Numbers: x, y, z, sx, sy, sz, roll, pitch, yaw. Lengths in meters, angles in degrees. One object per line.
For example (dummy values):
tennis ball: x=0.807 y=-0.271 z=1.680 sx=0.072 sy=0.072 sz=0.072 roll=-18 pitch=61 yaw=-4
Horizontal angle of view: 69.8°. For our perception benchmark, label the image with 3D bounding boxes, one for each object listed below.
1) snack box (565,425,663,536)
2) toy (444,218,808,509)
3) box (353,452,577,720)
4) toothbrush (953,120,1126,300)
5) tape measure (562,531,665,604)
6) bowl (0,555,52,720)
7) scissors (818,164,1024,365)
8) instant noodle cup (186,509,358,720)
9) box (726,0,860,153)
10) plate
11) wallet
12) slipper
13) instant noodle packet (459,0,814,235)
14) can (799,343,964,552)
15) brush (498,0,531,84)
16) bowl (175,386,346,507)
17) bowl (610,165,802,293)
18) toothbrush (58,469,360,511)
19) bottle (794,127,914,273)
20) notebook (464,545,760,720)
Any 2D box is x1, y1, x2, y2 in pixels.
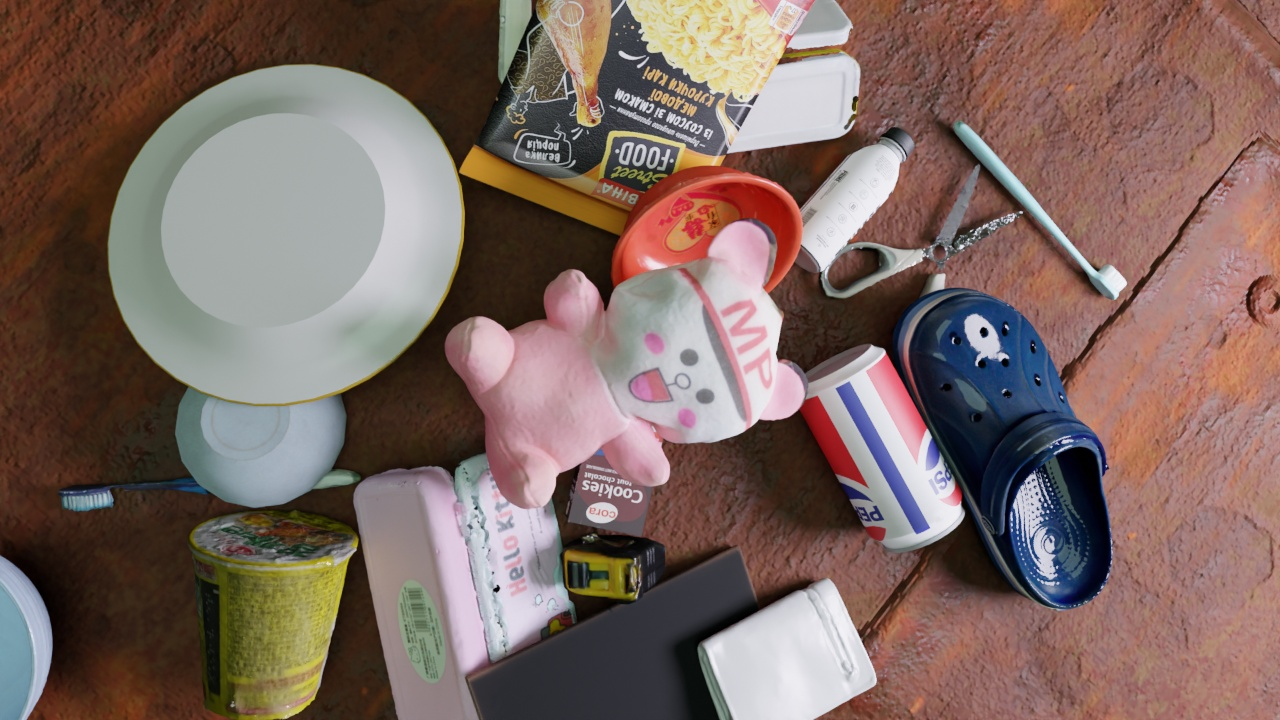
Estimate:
snack box: x=-0.011 y=0.044 z=0.631 sx=0.051 sy=0.032 sz=0.141 roll=13 pitch=88 yaw=-8
toy: x=-0.003 y=0.003 z=0.572 sx=0.213 sy=0.084 sz=0.142 roll=-20 pitch=101 yaw=-4
box: x=-0.108 y=0.162 z=0.618 sx=0.101 sy=0.103 sz=0.201 roll=-10 pitch=93 yaw=32
toothbrush: x=0.295 y=-0.113 z=0.681 sx=0.180 sy=0.016 sz=0.016 roll=43 pitch=88 yaw=-6
tape measure: x=-0.020 y=0.135 z=0.615 sx=0.063 sy=0.067 sz=0.038 roll=-2 pitch=92 yaw=22
bowl: x=-0.426 y=0.174 z=0.554 sx=0.150 sy=0.075 sz=0.150 roll=0 pitch=90 yaw=-7
scissors: x=0.205 y=-0.066 z=0.669 sx=0.169 sy=0.012 sz=0.157 roll=0 pitch=92 yaw=-7
instant noodle cup: x=-0.232 y=0.159 z=0.575 sx=0.102 sy=0.102 sz=0.108 roll=7 pitch=98 yaw=-8
box: x=0.043 y=-0.198 z=0.644 sx=0.210 sy=0.080 sz=0.084 roll=-9 pitch=131 yaw=-7
plate: x=-0.226 y=-0.086 z=0.577 sx=0.230 sy=0.021 sz=0.229 roll=-1 pitch=78 yaw=2
wallet: x=0.100 y=0.210 z=0.639 sx=0.116 sy=0.032 sz=0.086 roll=-16 pitch=84 yaw=-22
slipper: x=0.270 y=0.061 z=0.637 sx=0.105 sy=0.095 sz=0.253 roll=-28 pitch=100 yaw=-7
instant noodle packet: x=0.003 y=-0.184 z=0.574 sx=0.159 sy=0.032 sz=0.221 roll=19 pitch=118 yaw=-22
can: x=0.165 y=0.060 z=0.636 sx=0.070 sy=0.070 sz=0.132 roll=-30 pitch=94 yaw=-7
brush: x=-0.085 y=-0.295 z=0.632 sx=0.033 sy=0.012 sz=0.217 roll=1 pitch=91 yaw=-8
bowl: x=-0.246 y=0.039 z=0.586 sx=0.106 sy=0.039 sz=0.106 roll=1 pitch=78 yaw=-6
bowl: x=0.039 y=-0.083 z=0.608 sx=0.130 sy=0.131 sz=0.045 roll=-13 pitch=51 yaw=-8
toothbrush: x=-0.281 y=0.085 z=0.604 sx=0.189 sy=0.016 sz=0.017 roll=-3 pitch=100 yaw=-7
bottle: x=0.149 y=-0.116 z=0.648 sx=0.041 sy=0.041 sz=0.116 roll=42 pitch=85 yaw=-6
notebook: x=0.003 y=0.230 z=0.610 sx=0.208 sy=0.008 sz=0.141 roll=-19 pitch=93 yaw=-27
